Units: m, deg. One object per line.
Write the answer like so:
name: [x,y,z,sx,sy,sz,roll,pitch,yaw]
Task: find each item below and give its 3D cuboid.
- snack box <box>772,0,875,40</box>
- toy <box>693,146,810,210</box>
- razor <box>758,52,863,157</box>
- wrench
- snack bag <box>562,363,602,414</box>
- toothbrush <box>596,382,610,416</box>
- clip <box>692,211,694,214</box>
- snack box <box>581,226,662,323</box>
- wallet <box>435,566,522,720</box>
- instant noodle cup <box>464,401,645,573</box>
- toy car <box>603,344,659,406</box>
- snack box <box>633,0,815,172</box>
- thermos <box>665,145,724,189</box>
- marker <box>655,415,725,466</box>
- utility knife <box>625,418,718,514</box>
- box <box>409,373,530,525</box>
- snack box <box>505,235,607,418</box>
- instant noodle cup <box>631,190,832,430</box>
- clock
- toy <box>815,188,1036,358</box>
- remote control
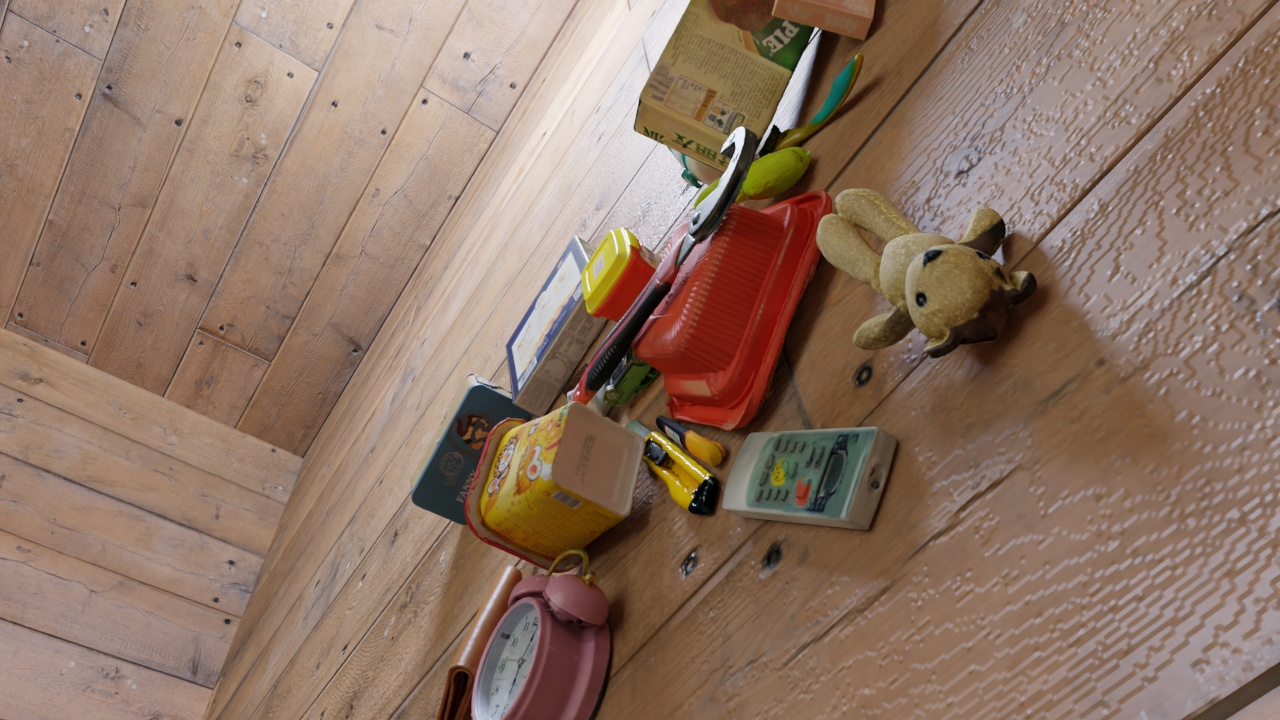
snack box: [0.171,-0.354,0.813,0.026,0.084,0.157,105,-179,-60]
toy: [0.095,-0.148,0.764,0.100,0.031,0.096,-17,22,23]
razor: [0.147,-0.210,0.767,0.043,0.028,0.133,-58,10,-33]
wrench: [0.010,-0.055,0.690,0.274,0.016,0.056,-56,20,32]
snack bag: [-0.049,0.056,0.859,0.048,0.026,0.104,-49,43,34]
toothbrush: [-0.064,0.084,0.897,0.221,0.026,0.026,-63,27,-3]
clip: [0.055,-0.118,0.883,0.056,0.041,0.014,-68,19,1]
snack box: [-0.009,-0.072,0.888,0.082,0.080,0.091,-53,22,20]
wallet: [-0.141,0.256,0.792,0.131,0.031,0.108,-66,-4,-63]
instant noodle cup: [-0.065,0.099,0.754,0.124,0.116,0.116,-35,33,47]
toy car: [-0.005,0.005,0.842,0.091,0.036,0.043,-50,25,30]
snack box: [0.093,-0.295,0.847,0.063,0.114,0.239,110,-175,-73]
thermos: [0.056,-0.236,0.962,0.073,0.073,0.224,-55,22,17]
marker: [0.036,0.059,0.707,0.015,0.018,0.124,-24,14,-14]
utility knife: [0.015,0.078,0.731,0.033,0.015,0.217,-59,20,0]
box: [-0.213,0.114,1.126,0.184,0.089,0.060,-64,21,1]
snack box: [-0.099,-0.046,1.117,0.178,0.045,0.182,-56,21,14]
instant noodle cup: [0.058,-0.044,0.698,0.188,0.079,0.165,-70,17,-8]
clock: [-0.072,0.218,0.694,0.117,0.060,0.158,-23,43,58]
toy: [0.149,-0.056,0.513,0.105,0.066,0.157,-41,31,6]
remote control: [0.095,0.069,0.547,0.135,0.019,0.056,-11,53,64]
